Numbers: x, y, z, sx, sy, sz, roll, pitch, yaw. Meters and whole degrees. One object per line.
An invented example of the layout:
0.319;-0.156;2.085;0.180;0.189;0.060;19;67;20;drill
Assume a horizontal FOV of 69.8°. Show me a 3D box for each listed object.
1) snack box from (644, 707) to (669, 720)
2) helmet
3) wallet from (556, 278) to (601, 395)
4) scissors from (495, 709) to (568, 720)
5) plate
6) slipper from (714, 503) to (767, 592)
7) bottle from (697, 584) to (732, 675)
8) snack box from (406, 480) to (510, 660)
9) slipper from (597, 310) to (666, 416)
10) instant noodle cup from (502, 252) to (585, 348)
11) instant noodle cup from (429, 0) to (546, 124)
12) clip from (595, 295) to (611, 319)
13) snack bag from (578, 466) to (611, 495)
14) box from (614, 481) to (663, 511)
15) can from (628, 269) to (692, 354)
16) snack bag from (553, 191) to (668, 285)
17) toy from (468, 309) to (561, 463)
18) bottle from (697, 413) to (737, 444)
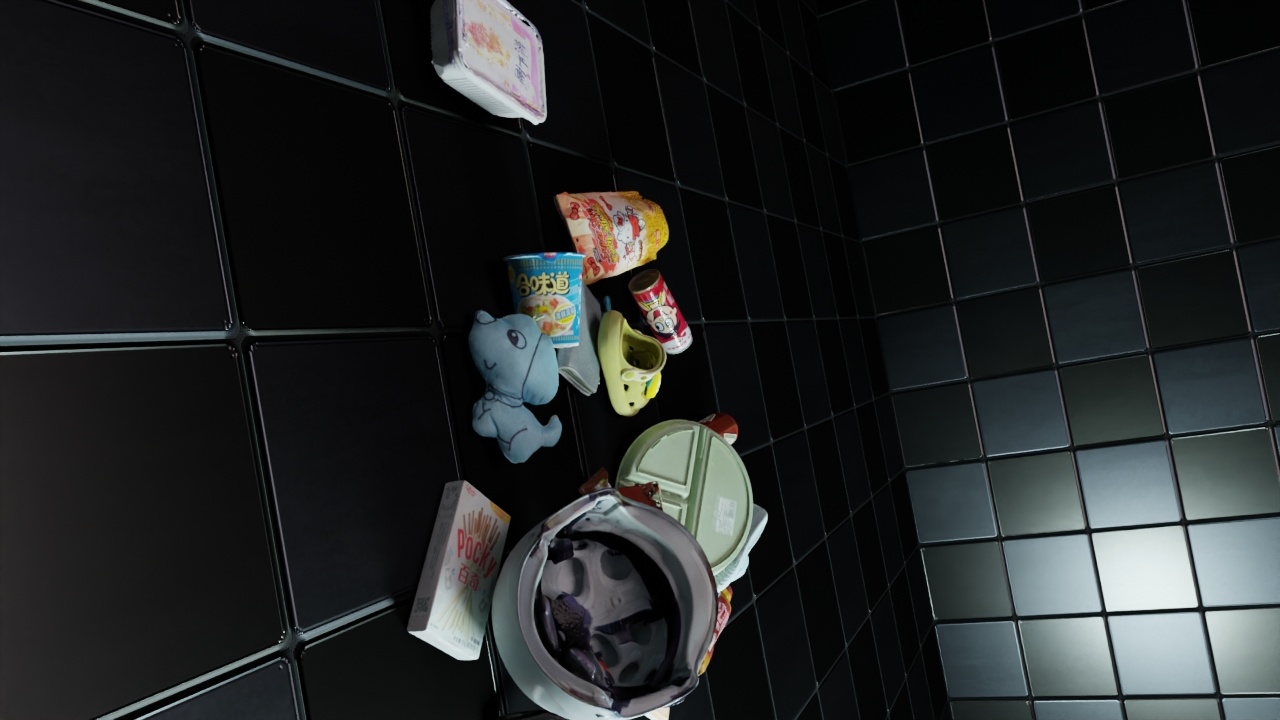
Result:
0.016;0.390;1.229;0.084;0.026;0.157;51;38;-44;snack box
-0.050;0.264;0.958;0.258;0.146;0.229;-16;76;-52;helmet
-0.081;-0.030;1.185;0.106;0.037;0.129;54;35;-62;wallet
-0.073;0.359;1.008;0.229;0.022;0.220;2;66;-46;scissors
0.067;0.195;1.282;0.229;0.028;0.230;7;77;-30;plate
0.122;0.288;1.406;0.244;0.104;0.074;-34;137;-56;slipper
0.094;0.388;1.350;0.174;0.058;0.057;-46;121;-60;bottle
-0.177;0.207;0.911;0.085;0.027;0.156;51;38;-44;snack box
-0.007;0.007;1.238;0.191;0.082;0.091;72;23;-53;slipper
-0.112;-0.069;1.089;0.099;0.099;0.110;-7;95;-64;instant noodle cup
-0.184;-0.363;1.087;0.173;0.060;0.138;21;61;-61;instant noodle cup
-0.049;-0.062;1.283;0.014;0.046;0.057;-18;100;-66;clip
-0.040;0.186;1.187;0.048;0.026;0.104;-40;126;-15;snack bag
0.013;0.241;1.159;0.091;0.077;0.168;-100;-178;-62;box
0.033;-0.074;1.415;0.133;0.053;0.053;60;32;-34;can
-0.042;-0.183;1.313;0.207;0.073;0.128;-23;101;-56;snack bag
-0.137;0.020;1.018;0.161;0.050;0.155;42;60;-18;toy
0.093;0.131;1.454;0.205;0.060;0.060;-19;97;-60;bottle
